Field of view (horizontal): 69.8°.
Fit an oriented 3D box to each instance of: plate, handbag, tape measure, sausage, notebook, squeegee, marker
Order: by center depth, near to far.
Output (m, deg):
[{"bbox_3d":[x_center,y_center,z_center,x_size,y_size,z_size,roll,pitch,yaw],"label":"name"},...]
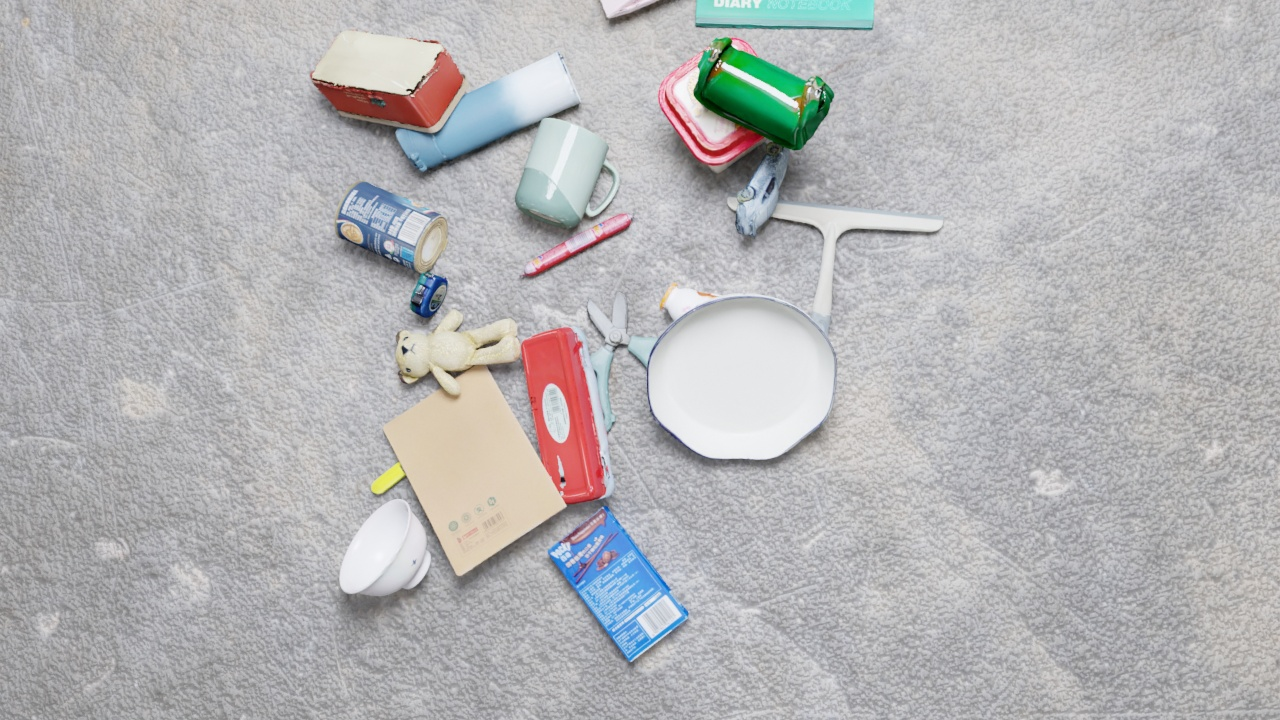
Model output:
[{"bbox_3d":[0.121,-0.265,0.895,0.131,0.120,0.068,29,95,5],"label":"handbag"},{"bbox_3d":[0.109,0.015,0.996,0.205,0.045,0.205,2,120,4],"label":"plate"},{"bbox_3d":[0.204,-0.061,1.036,0.246,0.039,0.246,8,87,8],"label":"squeegee"},{"bbox_3d":[-0.195,0.122,1.062,0.148,0.008,0.207,-34,70,2],"label":"notebook"},{"bbox_3d":[-0.251,-0.079,1.083,0.025,0.058,0.054,28,93,8],"label":"tape measure"},{"bbox_3d":[0.172,-0.466,1.084,0.209,0.012,0.150,3,87,7],"label":"notebook"},{"bbox_3d":[-0.076,-0.137,1.085,0.156,0.020,0.020,-27,83,4],"label":"sausage"},{"bbox_3d":[-0.268,0.118,1.093,0.124,0.015,0.018,-38,75,0],"label":"marker"}]

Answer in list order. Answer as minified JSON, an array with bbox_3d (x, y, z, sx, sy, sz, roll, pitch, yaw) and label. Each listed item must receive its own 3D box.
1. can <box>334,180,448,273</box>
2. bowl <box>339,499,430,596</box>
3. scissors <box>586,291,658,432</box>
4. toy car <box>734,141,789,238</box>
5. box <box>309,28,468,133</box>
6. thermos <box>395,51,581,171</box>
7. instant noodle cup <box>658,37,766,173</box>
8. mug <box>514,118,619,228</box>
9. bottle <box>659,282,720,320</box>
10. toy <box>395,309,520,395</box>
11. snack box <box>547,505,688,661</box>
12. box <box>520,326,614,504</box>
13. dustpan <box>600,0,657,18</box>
[{"bbox_3d":[-0.292,-0.157,1.084,0.111,0.075,0.075,24,89,7],"label":"can"},{"bbox_3d":[-0.282,0.226,1.054,0.118,0.118,0.064,-48,121,1],"label":"bowl"},{"bbox_3d":[-0.004,0.005,1.067,0.178,0.019,0.173,7,86,8],"label":"scissors"},{"bbox_3d":[0.141,-0.195,1.033,0.037,0.054,0.120,21,72,18],"label":"toy car"},{"bbox_3d":[-0.295,-0.332,1.062,0.168,0.079,0.091,17,69,27],"label":"box"},{"bbox_3d":[-0.182,-0.293,1.087,0.220,0.070,0.070,-22,84,5],"label":"thermos"},{"bbox_3d":[0.092,-0.274,1.022,0.117,0.124,0.116,-35,83,3],"label":"instant noodle cup"},{"bbox_3d":[-0.081,-0.209,1.066,0.111,0.082,0.106,20,88,-24],"label":"mug"},{"bbox_3d":[0.075,-0.047,1.038,0.108,0.063,0.063,31,90,7],"label":"bottle"},{"bbox_3d":[-0.213,-0.014,1.068,0.157,0.066,0.105,-9,79,13],"label":"toy"},{"bbox_3d":[-0.026,0.253,1.047,0.084,0.026,0.157,-39,82,3],"label":"snack box"},{"bbox_3d":[-0.080,0.063,1.049,0.087,0.048,0.201,-15,84,36],"label":"box"},{"bbox_3d":[0.063,-0.542,1.091,0.274,0.138,0.222,-24,76,32],"label":"dustpan"}]
